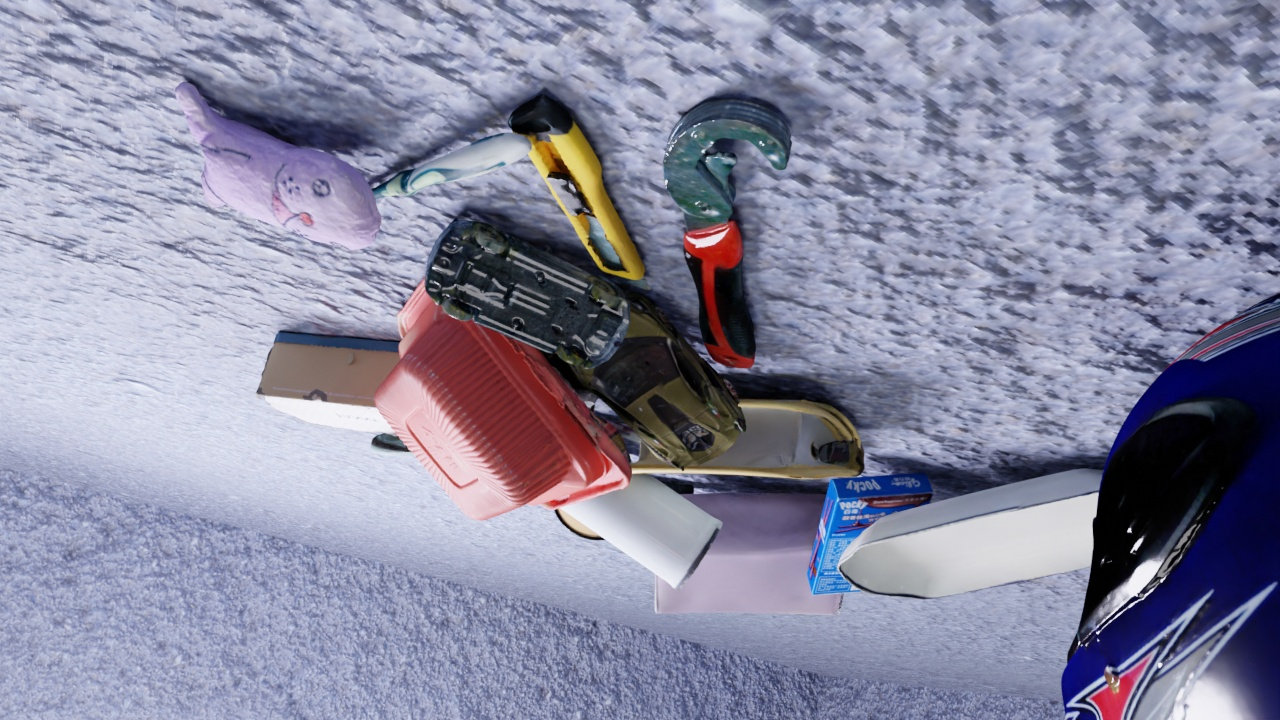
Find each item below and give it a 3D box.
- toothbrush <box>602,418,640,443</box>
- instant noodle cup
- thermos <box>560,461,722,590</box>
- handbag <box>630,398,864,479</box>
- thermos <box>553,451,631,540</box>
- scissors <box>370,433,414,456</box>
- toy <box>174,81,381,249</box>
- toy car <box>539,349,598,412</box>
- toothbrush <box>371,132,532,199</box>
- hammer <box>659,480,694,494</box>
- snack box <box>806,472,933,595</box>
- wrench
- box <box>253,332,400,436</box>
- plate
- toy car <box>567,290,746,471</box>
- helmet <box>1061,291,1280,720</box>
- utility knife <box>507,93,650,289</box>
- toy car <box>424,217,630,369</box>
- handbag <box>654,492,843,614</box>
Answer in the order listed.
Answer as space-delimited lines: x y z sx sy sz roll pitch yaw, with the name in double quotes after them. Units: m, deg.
-0.032 0.060 0.827 0.187 0.016 0.017 15 167 -8 "toothbrush"
-0.107 0.035 0.614 0.189 0.078 0.165 52 150 -3 "instant noodle cup"
-0.042 0.097 0.759 0.224 0.073 0.073 34 160 5 "thermos"
0.092 0.066 0.732 0.164 0.063 0.178 -2 171 32 "handbag"
-0.040 0.117 0.864 0.093 0.093 0.143 12 162 1 "thermos"
-0.167 0.064 0.868 0.177 0.019 0.170 -5 -171 -22 "scissors"
-0.181 -0.092 0.467 0.108 0.038 0.084 24 147 6 "toy"
-0.053 0.007 0.661 0.071 0.041 0.156 18 153 -16 "toy car"
-0.116 -0.088 0.464 0.192 0.018 0.016 -3 145 46 "toothbrush"
-0.091 0.129 1.017 0.301 0.032 0.129 8 160 10 "hammer"
0.205 0.161 0.835 0.084 0.026 0.157 -3 135 -4 "snack box"
0.045 -0.050 0.494 0.056 0.016 0.274 13 160 10 "wrench"
-0.224 0.024 0.775 0.184 0.062 0.090 4 159 16 "box"
0.294 0.142 0.753 0.266 0.034 0.162 -22 141 30 "plate"
0.010 0.017 0.596 0.070 0.042 0.158 -35 128 14 "toy car"
0.315 0.093 0.390 0.247 0.239 0.316 12 149 1 "helmet"
-0.024 -0.075 0.467 0.033 0.015 0.173 8 159 20 "utility knife"
-0.064 -0.039 0.529 0.120 0.054 0.036 24 -159 -14 "toy car"
0.109 0.192 0.942 0.197 0.098 0.145 -1 142 1 "handbag"
